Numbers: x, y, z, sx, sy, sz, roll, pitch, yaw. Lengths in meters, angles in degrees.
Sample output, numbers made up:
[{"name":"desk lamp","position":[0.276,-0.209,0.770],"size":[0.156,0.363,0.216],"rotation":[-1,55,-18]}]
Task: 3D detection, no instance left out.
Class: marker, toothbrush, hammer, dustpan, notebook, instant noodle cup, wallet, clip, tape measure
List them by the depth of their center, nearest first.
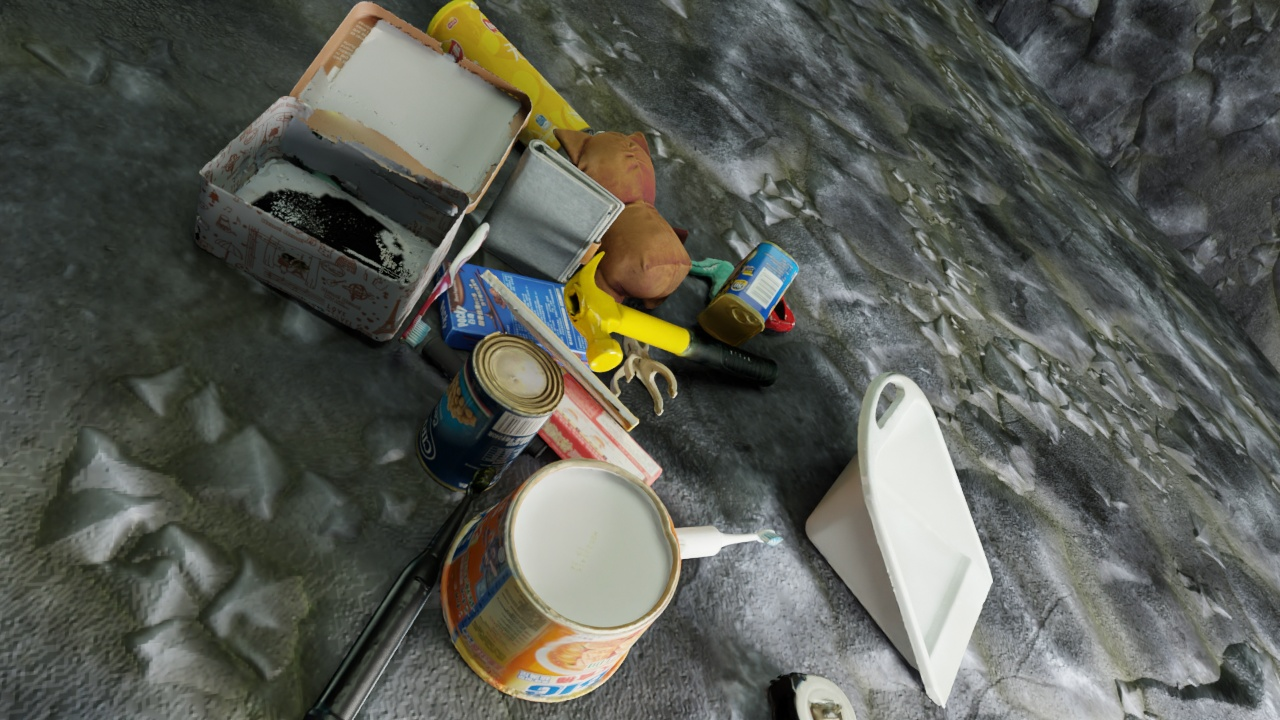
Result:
[{"name":"toothbrush","position":[-0.148,0.148,0.603],"size":[0.026,0.027,0.212],"rotation":[43,45,-14]},{"name":"instant noodle cup","position":[-0.049,0.142,0.625],"size":[0.151,0.112,0.151],"rotation":[13,54,-20]},{"name":"notebook","position":[-0.056,0.000,0.707],"size":[0.146,0.010,0.206],"rotation":[45,-5,2]},{"name":"tape measure","position":[0.139,0.286,0.733],"size":[0.066,0.034,0.065],"rotation":[16,46,-28]},{"name":"marker","position":[-0.128,0.030,0.763],"size":[0.132,0.020,0.022],"rotation":[43,49,2]},{"name":"toothbrush","position":[0.040,0.156,0.780],"size":[0.220,0.027,0.026],"rotation":[4,16,-38]},{"name":"toothbrush","position":[-0.163,-0.068,0.789],"size":[0.017,0.016,0.187],"rotation":[37,38,-13]},{"name":"wallet","position":[-0.086,-0.132,0.865],"size":[0.106,0.130,0.036],"rotation":[35,42,-9]},{"name":"clip","position":[-0.008,0.005,0.879],"size":[0.096,0.035,0.101],"rotation":[-3,51,-44]},{"name":"hammer","position":[0.039,-0.019,0.890],"size":[0.300,0.033,0.128],"rotation":[19,42,-46]},{"name":"dustpan","position":[0.278,0.149,0.899],"size":[0.258,0.143,0.222],"rotation":[45,38,7]}]

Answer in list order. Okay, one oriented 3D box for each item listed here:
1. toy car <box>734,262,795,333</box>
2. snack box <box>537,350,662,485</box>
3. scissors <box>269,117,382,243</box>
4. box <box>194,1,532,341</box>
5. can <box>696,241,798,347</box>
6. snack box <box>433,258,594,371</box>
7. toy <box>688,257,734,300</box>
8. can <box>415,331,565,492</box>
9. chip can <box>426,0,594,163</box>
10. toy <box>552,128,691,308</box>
[{"name":"toy car","position":[0.147,-0.079,1.096],"size":[0.049,0.031,0.106],"rotation":[6,48,-38]},{"name":"snack box","position":[-0.052,0.059,0.781],"size":[0.153,0.026,0.075],"rotation":[45,23,5]},{"name":"scissors","position":[-0.284,-0.157,0.812],"size":[0.129,0.019,0.185],"rotation":[8,47,-35]},{"name":"box","position":[-0.220,-0.167,0.772],"size":[0.178,0.103,0.260],"rotation":[29,48,-9]},{"name":"can","position":[0.115,-0.070,0.978],"size":[0.057,0.102,0.083],"rotation":[37,69,-4]},{"name":"snack box","position":[-0.109,-0.040,0.841],"size":[0.157,0.026,0.084],"rotation":[10,47,-33]},{"name":"toy","position":[0.091,-0.089,1.060],"size":[0.096,0.030,0.091],"rotation":[12,41,-22]},{"name":"can","position":[-0.113,0.040,0.691],"size":[0.075,0.111,0.075],"rotation":[23,42,-22]},{"name":"chip can","position":[-0.147,-0.308,1.033],"size":[0.213,0.072,0.071],"rotation":[48,38,6]},{"name":"toy","position":[-0.023,-0.149,0.952],"size":[0.139,0.131,0.199],"rotation":[-9,81,-47]}]
